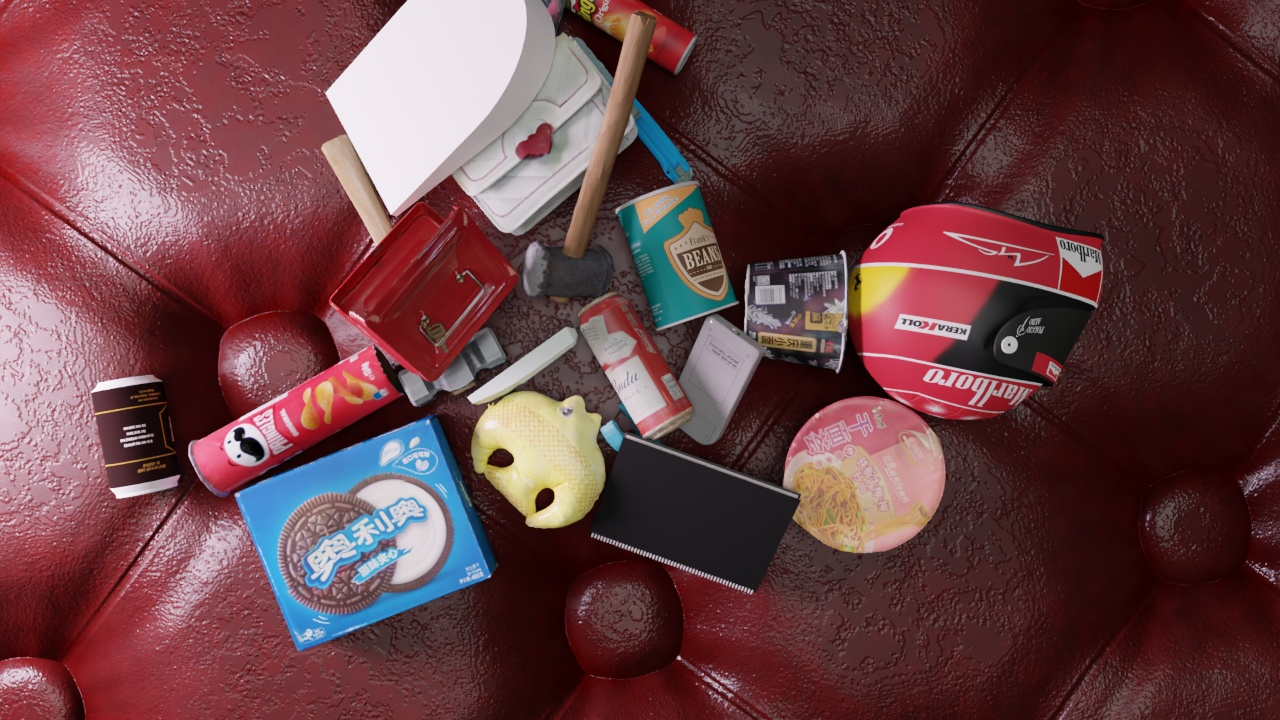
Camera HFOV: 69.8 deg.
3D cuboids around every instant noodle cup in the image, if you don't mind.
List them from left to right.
[{"bbox_3d":[0.172,-0.057,1.037,0.112,0.137,0.137,3,91,7],"label":"instant noodle cup"},{"bbox_3d":[0.251,0.125,1.059,0.178,0.077,0.178,0,96,2],"label":"instant noodle cup"}]

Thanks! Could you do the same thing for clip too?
[{"bbox_3d":[-0.002,0.107,1.046,0.031,0.120,0.130,-34,80,29],"label":"clip"}]

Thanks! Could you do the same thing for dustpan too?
[{"bbox_3d":[-0.210,-0.308,1.006,0.258,0.053,0.191,-39,68,19],"label":"dustpan"}]

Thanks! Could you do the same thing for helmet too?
[{"bbox_3d":[0.360,-0.046,1.008,0.271,0.198,0.224,11,90,-11],"label":"helmet"}]

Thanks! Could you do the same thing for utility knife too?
[{"bbox_3d":[-0.012,-0.292,1.077,0.031,0.015,0.225,-41,91,-6],"label":"utility knife"}]

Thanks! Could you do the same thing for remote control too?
[{"bbox_3d":[-0.131,0.009,1.059,0.143,0.049,0.024,-36,92,-1],"label":"remote control"},{"bbox_3d":[0.082,0.025,1.039,0.074,0.019,0.151,38,127,22],"label":"remote control"}]

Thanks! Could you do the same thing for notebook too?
[{"bbox_3d":[0.058,0.178,1.047,0.207,0.016,0.149,20,119,1],"label":"notebook"}]

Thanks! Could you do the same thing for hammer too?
[{"bbox_3d":[-0.275,-0.109,1.053,0.117,0.051,0.323,-28,89,-7],"label":"hammer"},{"bbox_3d":[-0.043,-0.202,0.972,0.098,0.052,0.329,-1,127,-33],"label":"hammer"}]

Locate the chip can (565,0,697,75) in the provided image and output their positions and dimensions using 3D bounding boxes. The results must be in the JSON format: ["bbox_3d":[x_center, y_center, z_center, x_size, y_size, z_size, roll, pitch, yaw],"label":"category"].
[{"bbox_3d":[-0.038,-0.406,1.054,0.214,0.052,0.052,31,89,-3],"label":"chip can"}]

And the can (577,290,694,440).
[{"bbox_3d":[-0.006,0.006,1.046,0.067,0.067,0.170,-30,83,-2],"label":"can"}]

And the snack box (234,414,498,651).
[{"bbox_3d":[-0.310,0.194,1.051,0.239,0.056,0.195,-21,93,-2],"label":"snack box"}]

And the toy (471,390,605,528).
[{"bbox_3d":[-0.112,0.106,1.057,0.170,0.064,0.155,45,101,5],"label":"toy"}]

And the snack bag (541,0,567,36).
[{"bbox_3d":[-0.135,-0.366,1.044,0.074,0.018,0.155,19,112,-4],"label":"snack bag"}]

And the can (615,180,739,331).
[{"bbox_3d":[0.042,-0.117,1.039,0.099,0.099,0.144,-19,92,-2],"label":"can"}]

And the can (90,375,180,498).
[{"bbox_3d":[-0.566,0.084,1.030,0.072,0.072,0.128,-10,92,-2],"label":"can"}]

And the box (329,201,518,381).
[{"bbox_3d":[-0.237,-0.078,0.987,0.157,0.156,0.147,-52,134,-15],"label":"box"}]

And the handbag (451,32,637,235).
[{"bbox_3d":[-0.116,-0.250,1.023,0.199,0.096,0.142,-40,95,8],"label":"handbag"}]

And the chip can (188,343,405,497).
[{"bbox_3d":[-0.385,0.066,1.039,0.233,0.073,0.073,-29,92,-3],"label":"chip can"}]
